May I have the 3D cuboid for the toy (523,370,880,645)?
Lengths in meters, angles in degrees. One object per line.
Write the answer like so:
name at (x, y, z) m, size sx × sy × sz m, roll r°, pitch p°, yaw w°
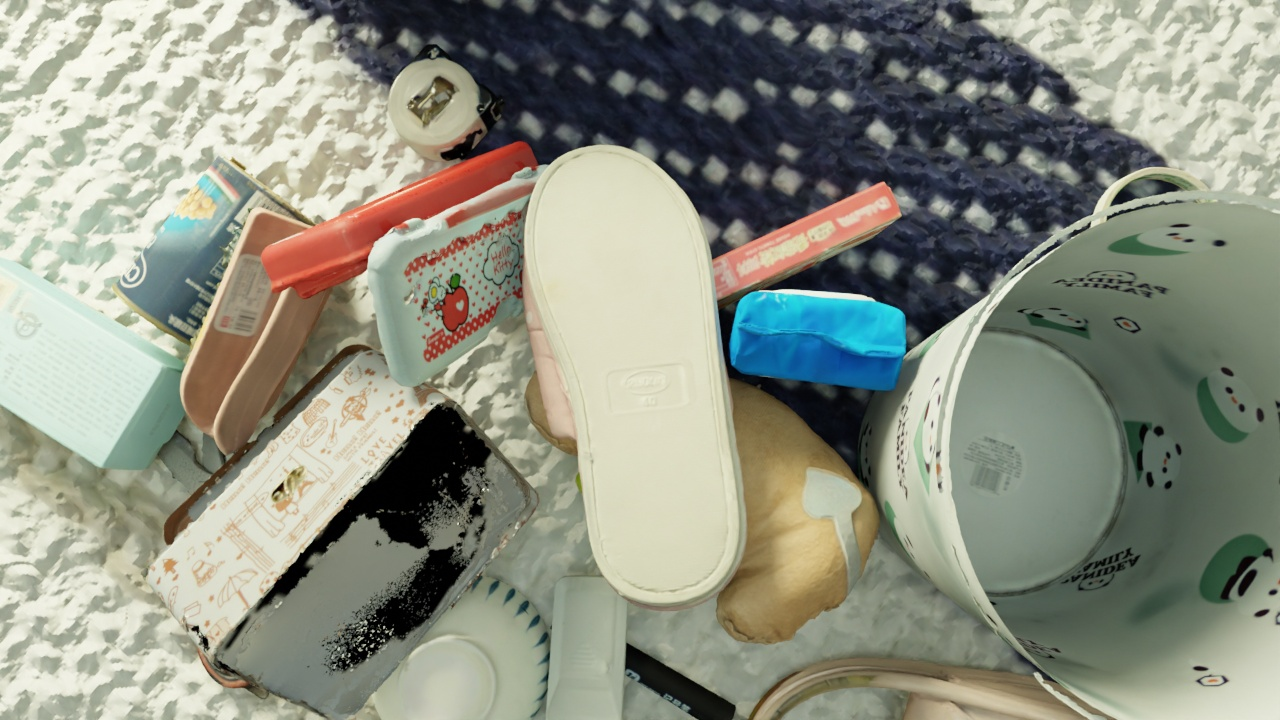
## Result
toy at (0.036, 0.065, 0.558) m, size 0.226 × 0.083 × 0.143 m, roll 35°, pitch 51°, yaw 19°

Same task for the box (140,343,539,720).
box at (-0.191, 0.083, 0.560) m, size 0.185 × 0.154 × 0.182 m, roll 29°, pitch 70°, yaw 34°

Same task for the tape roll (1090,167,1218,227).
tape roll at (0.352, -0.088, 0.623) m, size 0.086 × 0.014 × 0.085 m, roll 0°, pitch 85°, yaw 1°

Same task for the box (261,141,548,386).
box at (-0.113, -0.058, 0.547) m, size 0.095 × 0.200 × 0.101 m, roll -13°, pitch 108°, yaw 29°

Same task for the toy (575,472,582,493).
toy at (0.003, 0.100, 0.602) m, size 0.096 × 0.031 × 0.100 m, roll 9°, pitch 79°, yaw -4°

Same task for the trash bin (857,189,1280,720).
trash bin at (0.236, 0.054, 0.493) m, size 0.229 × 0.252 × 0.229 m, roll 0°, pitch 85°, yaw 1°

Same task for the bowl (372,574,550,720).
bowl at (-0.116, 0.197, 0.578) m, size 0.116 × 0.066 × 0.116 m, roll 0°, pitch 85°, yaw 0°

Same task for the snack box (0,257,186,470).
snack box at (-0.384, -0.002, 0.601) m, size 0.175 × 0.051 × 0.074 m, roll 29°, pitch 86°, yaw 8°

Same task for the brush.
brush at (-0.233, -0.017, 0.557) m, size 0.073 × 0.063 × 0.146 m, roll 36°, pitch 101°, yaw 44°

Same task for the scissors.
scissors at (-0.266, 0.114, 0.613) m, size 0.225 × 0.015 × 0.189 m, roll 23°, pitch 86°, yaw 4°

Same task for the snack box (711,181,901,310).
snack box at (0.087, -0.065, 0.594) m, size 0.153 × 0.075 × 0.025 m, roll -25°, pitch 86°, yaw -2°

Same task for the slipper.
slipper at (-0.003, 0.003, 0.522) m, size 0.114 × 0.054 × 0.274 m, roll -13°, pitch 72°, yaw 1°

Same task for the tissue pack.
tissue pack at (0.101, -0.014, 0.550) m, size 0.095 × 0.157 × 0.052 m, roll 7°, pitch 92°, yaw 5°

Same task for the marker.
marker at (0.002, 0.200, 0.600) m, size 0.132 × 0.020 × 0.022 m, roll 30°, pitch 70°, yaw 4°

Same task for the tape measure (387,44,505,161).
tape measure at (-0.137, -0.172, 0.628) m, size 0.066 × 0.033 × 0.066 m, roll 38°, pitch 86°, yaw 5°

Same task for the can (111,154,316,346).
can at (-0.274, -0.070, 0.599) m, size 0.075 × 0.075 × 0.111 m, roll 37°, pitch 86°, yaw 4°

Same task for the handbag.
handbag at (0.174, 0.278, 0.568) m, size 0.234 × 0.093 × 0.193 m, roll 17°, pitch 86°, yaw 10°

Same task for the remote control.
remote control at (-0.034, 0.199, 0.576) m, size 0.049 × 0.024 × 0.124 m, roll 2°, pitch 80°, yaw 1°
